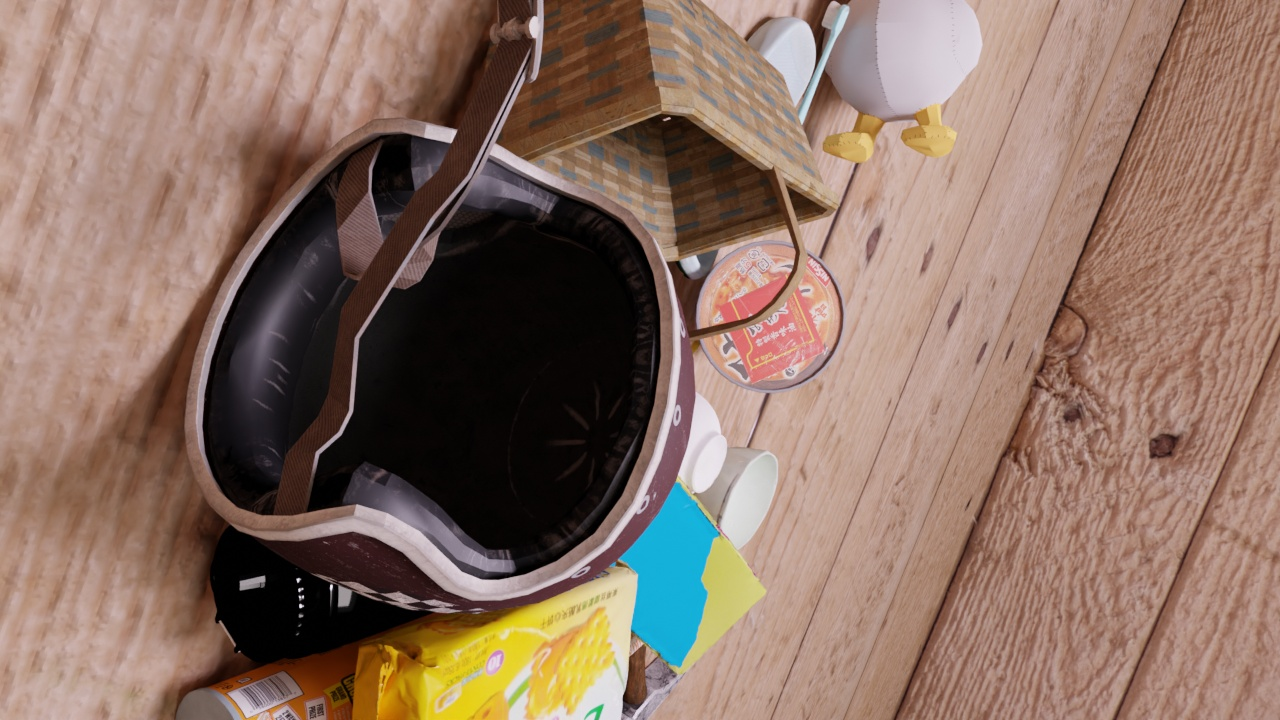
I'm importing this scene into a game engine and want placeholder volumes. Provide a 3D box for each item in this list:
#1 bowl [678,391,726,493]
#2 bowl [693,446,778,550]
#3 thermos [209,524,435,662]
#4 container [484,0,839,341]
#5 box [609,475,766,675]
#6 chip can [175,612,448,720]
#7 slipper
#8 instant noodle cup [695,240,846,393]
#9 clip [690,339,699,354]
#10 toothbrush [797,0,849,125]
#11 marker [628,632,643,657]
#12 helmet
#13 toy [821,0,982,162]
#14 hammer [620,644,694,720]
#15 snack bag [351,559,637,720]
[{"bbox_3d":[0.040,0.086,0.865,0.117,0.062,0.118,-35,137,-42],"label":"bowl"},{"bbox_3d":[0.093,0.142,0.986,0.117,0.061,0.118,-36,138,-42],"label":"bowl"},{"bbox_3d":[-0.162,0.118,0.547,0.198,0.086,0.086,-4,113,-57],"label":"thermos"},{"bbox_3d":[0.020,-0.104,0.578,0.249,0.158,0.186,8,71,-59],"label":"container"},{"bbox_3d":[0.012,0.171,0.802,0.124,0.082,0.221,-44,132,-6],"label":"box"},{"bbox_3d":[-0.177,0.212,0.595,0.214,0.075,0.075,-7,115,-56],"label":"chip can"},{"bbox_3d":[0.092,-0.180,0.762,0.245,0.074,0.104,-61,148,-13],"label":"slipper"},{"bbox_3d":[0.101,-0.037,0.802,0.122,0.123,0.123,-154,-93,-85],"label":"instant noodle cup"},{"bbox_3d":[0.036,0.006,0.840,0.053,0.044,0.049,-53,122,-25],"label":"clip"},{"bbox_3d":[0.149,-0.236,0.838,0.016,0.016,0.181,-28,144,-47],"label":"toothbrush"},{"bbox_3d":[0.023,0.256,0.926,0.145,0.017,0.017,-28,132,-46],"label":"marker"},{"bbox_3d":[-0.091,-0.002,0.440,0.253,0.234,0.233,29,57,-46],"label":"helmet"},{"bbox_3d":[0.241,-0.319,0.852,0.246,0.141,0.267,6,87,-60],"label":"toy"},{"bbox_3d":[0.014,0.251,0.961,0.217,0.037,0.301,-36,137,-41],"label":"hammer"},{"bbox_3d":[-0.093,0.224,0.593,0.246,0.068,0.160,-3,104,-56],"label":"snack bag"}]
